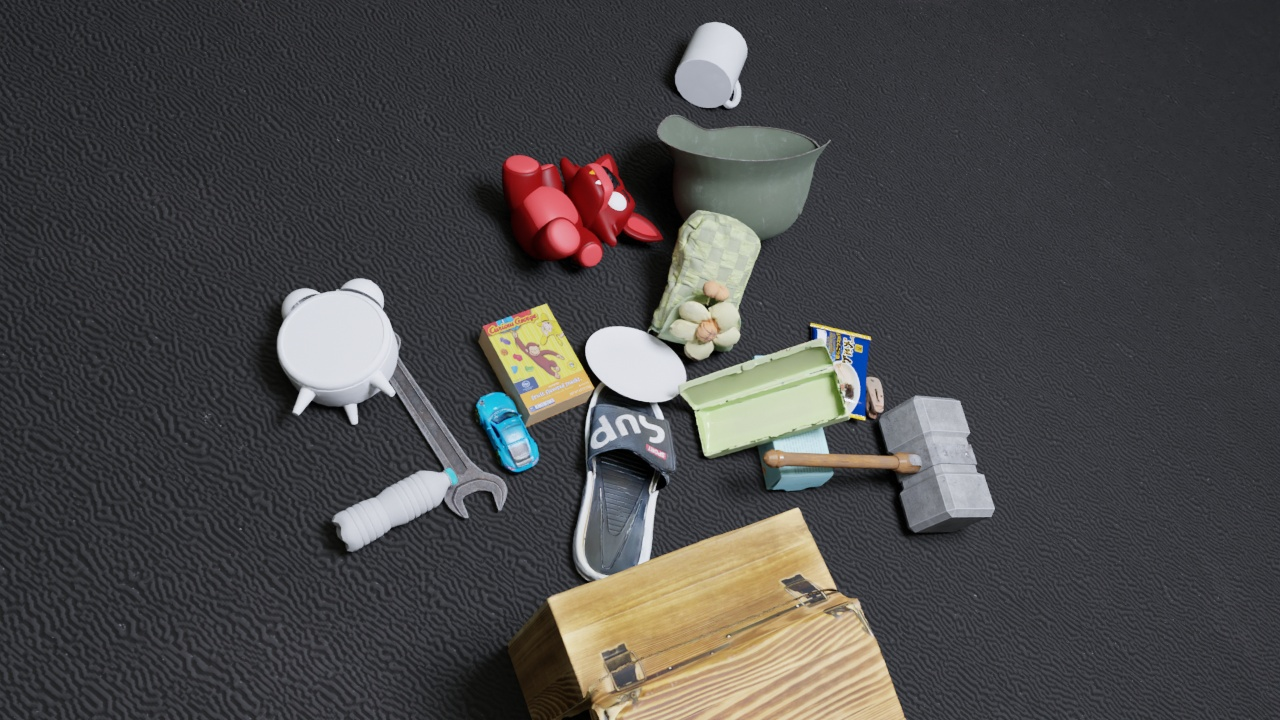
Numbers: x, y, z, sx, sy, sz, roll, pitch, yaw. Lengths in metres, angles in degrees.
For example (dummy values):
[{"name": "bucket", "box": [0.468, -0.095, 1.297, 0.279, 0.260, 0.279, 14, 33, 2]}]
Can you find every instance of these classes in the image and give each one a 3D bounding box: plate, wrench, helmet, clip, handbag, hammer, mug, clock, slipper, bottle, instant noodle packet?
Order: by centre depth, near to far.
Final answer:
[{"name": "bottle", "box": [-0.263, 0.156, 0.996, 0.136, 0.044, 0.044, -28, 75, -26]}, {"name": "clock", "box": [-0.343, -0.012, 1.047, 0.125, 0.073, 0.160, -12, 65, -10]}, {"name": "wrench", "box": [-0.248, 0.069, 1.069, 0.069, 0.010, 0.273, -29, 76, -29]}, {"name": "slipper", "box": [-0.017, 0.132, 1.083, 0.111, 0.063, 0.263, 15, 62, -10]}, {"name": "hammer", "box": [0.281, 0.126, 1.137, 0.317, 0.083, 0.162, 5, 62, -29]}, {"name": "plate", "box": [-0.007, 0.007, 1.162, 0.134, 0.011, 0.134, 15, 39, -13]}, {"name": "handbag", "box": [0.086, -0.091, 1.172, 0.113, 0.187, 0.116, 11, 20, -12]}, {"name": "instant noodle packet", "box": [0.270, 0.014, 1.258, 0.087, 0.026, 0.134, 13, 60, -1]}, {"name": "clip", "box": [0.319, 0.053, 1.262, 0.025, 0.049, 0.061, 6, 22, -14]}, {"name": "helmet", "box": [0.141, -0.245, 1.263, 0.227, 0.154, 0.266, 16, 34, 22]}, {"name": "mug", "box": [0.118, -0.444, 1.417, 0.121, 0.091, 0.089, 44, 52, -32]}]

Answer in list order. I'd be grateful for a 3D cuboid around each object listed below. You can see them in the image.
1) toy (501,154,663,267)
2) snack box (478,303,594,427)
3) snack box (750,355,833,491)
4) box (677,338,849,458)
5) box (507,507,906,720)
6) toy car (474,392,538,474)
[{"name": "toy", "box": [-0.079, -0.204, 1.210, 0.196, 0.121, 0.158, -20, 69, -35]}, {"name": "snack box", "box": [-0.128, 0.005, 1.123, 0.088, 0.040, 0.125, -22, 73, -27]}, {"name": "snack box", "box": [0.188, 0.078, 1.184, 0.075, 0.053, 0.174, -1, 63, -19]}, {"name": "box", "box": [0.151, 0.053, 1.117, 0.188, 0.098, 0.082, -20, 63, 15]}, {"name": "box", "box": [0.076, 0.348, 0.866, 0.278, 0.287, 0.336, -13, 66, -24]}, {"name": "toy car", "box": [-0.157, 0.082, 1.080, 0.048, 0.032, 0.105, -21, 70, -26]}]
